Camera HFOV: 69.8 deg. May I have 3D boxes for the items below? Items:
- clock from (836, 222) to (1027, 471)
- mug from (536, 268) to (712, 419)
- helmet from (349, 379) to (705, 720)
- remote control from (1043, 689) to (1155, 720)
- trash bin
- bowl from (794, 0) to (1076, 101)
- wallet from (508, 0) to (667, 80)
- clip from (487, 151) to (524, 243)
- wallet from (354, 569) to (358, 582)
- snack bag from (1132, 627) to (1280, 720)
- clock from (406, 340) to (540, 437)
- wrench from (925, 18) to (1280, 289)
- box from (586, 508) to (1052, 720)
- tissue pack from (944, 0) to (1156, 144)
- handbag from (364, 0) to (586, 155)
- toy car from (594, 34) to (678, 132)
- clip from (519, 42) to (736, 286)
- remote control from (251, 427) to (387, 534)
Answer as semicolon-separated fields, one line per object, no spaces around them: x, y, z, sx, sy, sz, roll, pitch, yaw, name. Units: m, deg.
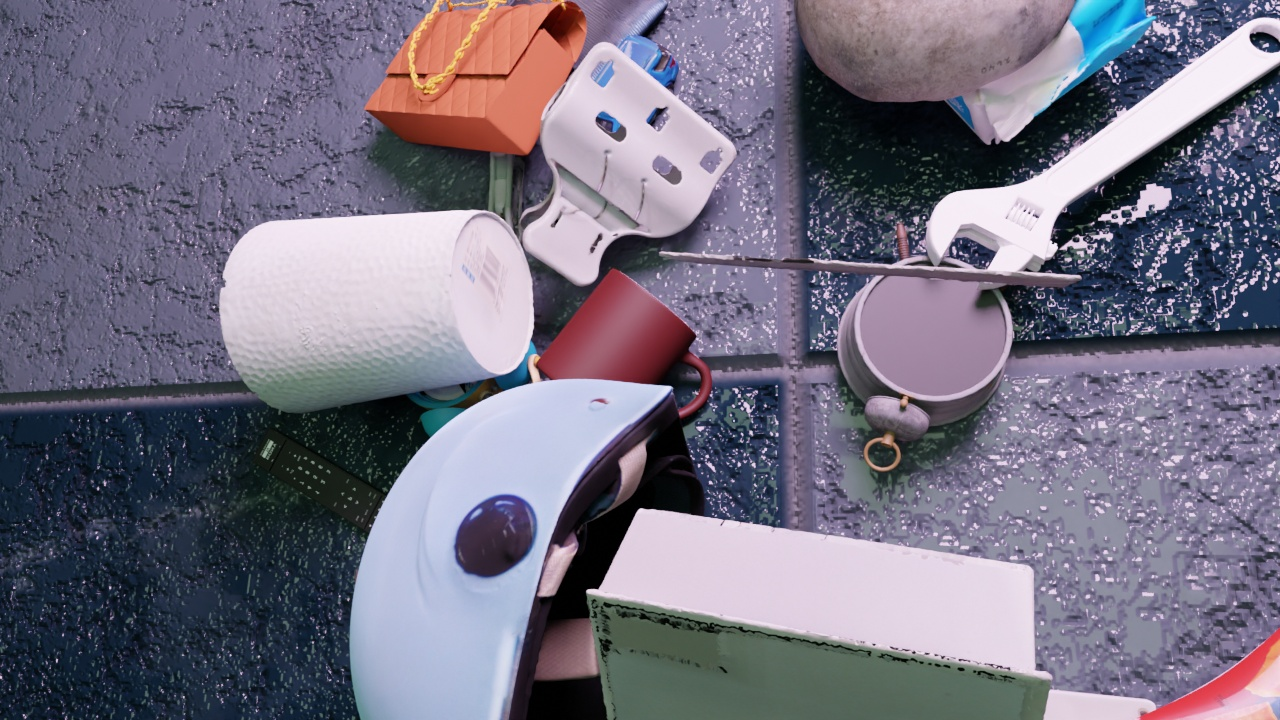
0.170;-0.001;0.563;0.104;0.056;0.147;21;78;12;clock
-0.004;0.004;0.615;0.105;0.073;0.082;39;89;-7;mug
-0.063;0.134;0.508;0.167;0.226;0.264;4;50;19;helmet
0.215;0.210;0.517;0.136;0.011;0.050;0;76;18;remote control
-0.165;-0.036;0.605;0.161;0.133;0.133;-5;74;21;trash bin
0.169;-0.250;0.545;0.179;0.081;0.178;-10;68;26;bowl
-0.047;-0.273;0.721;0.115;0.026;0.089;39;88;22;wallet
-0.102;-0.121;0.697;0.023;0.045;0.076;-4;75;18;clip
-0.136;0.171;0.629;0.120;0.031;0.099;-24;67;13;wallet
0.334;0.214;0.463;0.144;0.039;0.130;-35;69;4;snack bag
-0.127;0.007;0.663;0.099;0.043;0.129;-45;61;2;clock
0.289;-0.130;0.556;0.273;0.018;0.066;-34;70;-7;wrench
0.113;0.144;0.500;0.167;0.379;0.172;6;94;18;box
0.215;-0.244;0.602;0.117;0.066;0.209;-37;62;10;tissue pack
-0.127;-0.220;0.681;0.172;0.060;0.108;19;77;45;handbag
-0.020;-0.186;0.679;0.056;0.043;0.120;29;86;22;toy car
-0.022;-0.124;0.631;0.124;0.075;0.144;34;107;-18;clip
-0.236;0.092;0.690;0.140;0.009;0.030;24;84;22;remote control
